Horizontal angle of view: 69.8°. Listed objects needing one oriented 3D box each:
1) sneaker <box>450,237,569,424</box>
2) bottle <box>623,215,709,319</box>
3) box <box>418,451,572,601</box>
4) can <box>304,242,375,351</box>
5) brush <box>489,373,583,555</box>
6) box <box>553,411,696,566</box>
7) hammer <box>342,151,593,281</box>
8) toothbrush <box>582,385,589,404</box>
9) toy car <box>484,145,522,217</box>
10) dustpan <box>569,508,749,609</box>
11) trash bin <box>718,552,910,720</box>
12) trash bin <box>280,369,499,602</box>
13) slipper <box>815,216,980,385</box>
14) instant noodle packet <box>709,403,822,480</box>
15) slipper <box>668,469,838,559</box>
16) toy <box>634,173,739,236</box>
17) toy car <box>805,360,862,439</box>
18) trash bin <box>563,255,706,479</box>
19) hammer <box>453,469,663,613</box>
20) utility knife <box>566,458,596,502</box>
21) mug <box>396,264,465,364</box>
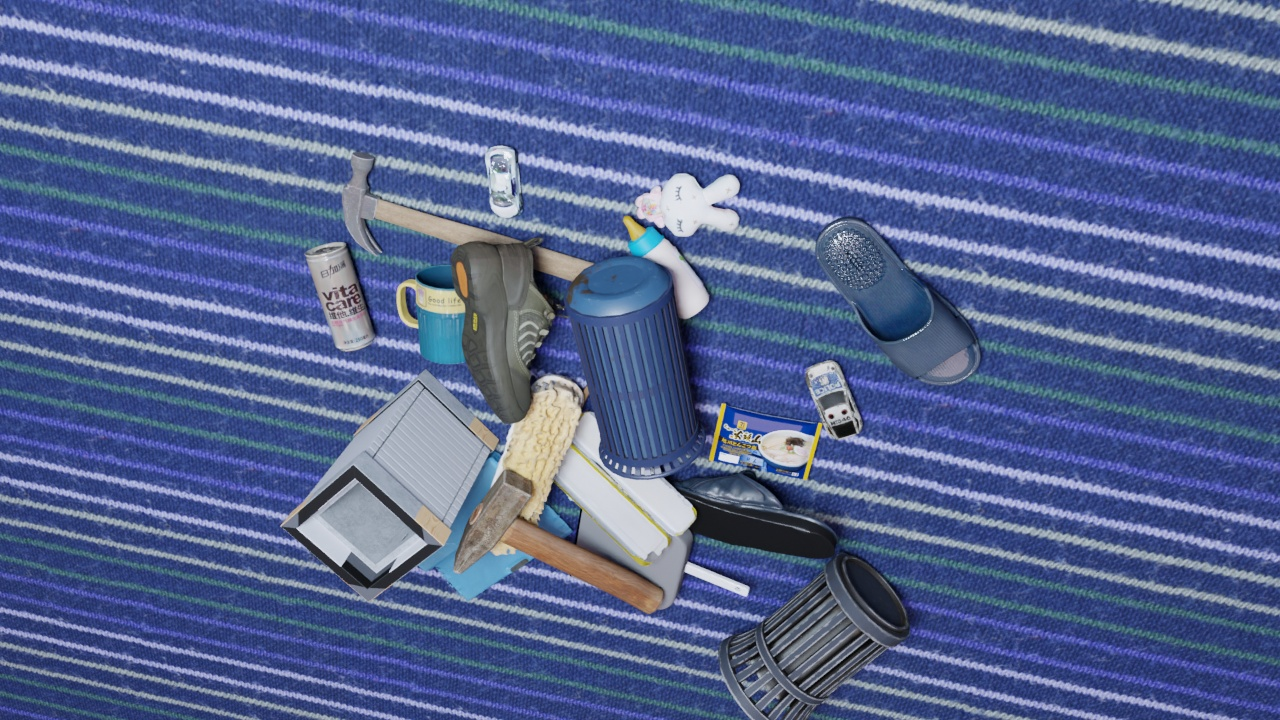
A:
[{"bbox_3d":[-0.145,-0.047,1.137,0.142,0.101,0.238,-21,121,-28],"label":"sneaker"},{"bbox_3d":[0.026,-0.118,1.118,0.051,0.051,0.146,-33,107,21],"label":"bottle"},{"bbox_3d":[-0.236,0.252,1.351,0.232,0.033,0.174,-37,107,22],"label":"box"},{"bbox_3d":[-0.390,-0.082,1.196,0.054,0.054,0.136,-5,115,11],"label":"can"},{"bbox_3d":[-0.151,0.143,1.240,0.083,0.056,0.272,21,113,-8],"label":"brush"},{"bbox_3d":[-0.030,0.174,1.248,0.209,0.034,0.130,43,120,9],"label":"box"},{"bbox_3d":[-0.214,-0.157,1.154,0.331,0.030,0.120,16,115,-3],"label":"hammer"},{"bbox_3d":[-0.055,0.008,1.212,0.016,0.016,0.167,27,116,-6],"label":"toothbrush"},{"bbox_3d":[-0.166,-0.215,1.114,0.039,0.027,0.090,0,116,6],"label":"toy car"},{"bbox_3d":[0.030,0.290,1.313,0.258,0.033,0.163,20,123,14],"label":"dustpan"},{"bbox_3d":[0.246,0.390,1.277,0.164,0.164,0.228,38,111,-11],"label":"trash bin"},{"bbox_3d":[-0.314,0.154,1.192,0.143,0.246,0.142,-38,105,22],"label":"trash bin"},{"bbox_3d":[0.305,-0.056,1.092,0.101,0.082,0.263,-39,104,25],"label":"slipper"},{"bbox_3d":[0.166,0.109,1.223,0.134,0.026,0.087,11,114,3],"label":"instant noodle packet"},{"bbox_3d":[0.142,0.194,1.246,0.266,0.083,0.109,9,146,24],"label":"slipper"},{"bbox_3d":[0.055,-0.184,1.090,0.125,0.037,0.076,1,119,7],"label":"toy"},{"bbox_3d":[0.248,0.053,1.176,0.048,0.040,0.113,-21,110,16],"label":"toy car"},{"bbox_3d":[-0.007,0.006,1.112,0.139,0.139,0.250,-5,125,11],"label":"trash bin"},{"bbox_3d":[-0.099,0.278,1.258,0.300,0.037,0.158,30,110,-19],"label":"hammer"},{"bbox_3d":[-0.074,0.152,1.286,0.022,0.015,0.117,31,115,4],"label":"utility knife"},{"bbox_3d":[-0.258,-0.062,1.175,0.114,0.083,0.107,12,120,14],"label":"mug"}]
